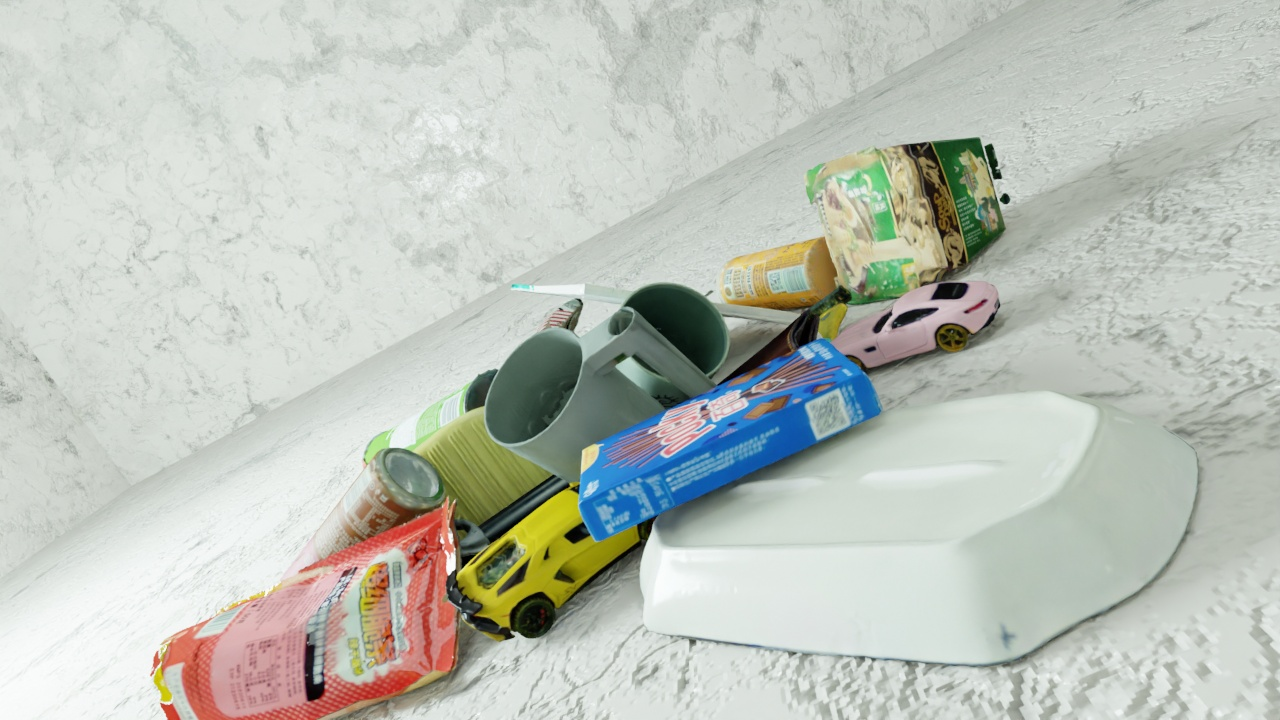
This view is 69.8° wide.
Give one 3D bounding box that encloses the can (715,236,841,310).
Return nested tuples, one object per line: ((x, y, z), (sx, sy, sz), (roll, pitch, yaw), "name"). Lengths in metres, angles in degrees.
((0.131, -0.076, 0.840), (0.058, 0.058, 0.146), (-35, 14, -24), "can")

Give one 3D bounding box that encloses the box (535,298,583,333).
((-0.057, 0.003, 0.790), (0.074, 0.079, 0.163), (-62, 2, 17), "box")

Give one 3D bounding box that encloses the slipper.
((-0.145, 0.096, 0.713), (0.191, 0.091, 0.081), (-31, 10, 8), "slipper")

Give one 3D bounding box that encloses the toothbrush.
((-0.106, 0.127, 0.649), (0.212, 0.026, 0.027), (-34, 46, -13), "toothbrush")

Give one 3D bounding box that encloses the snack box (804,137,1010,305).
((0.219, -0.119, 0.736), (0.105, 0.118, 0.118), (-22, 8, -30), "snack box")

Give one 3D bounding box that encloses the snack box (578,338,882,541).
((0.041, 0.039, 0.489), (0.157, 0.026, 0.084), (-25, 13, 4), "snack box")

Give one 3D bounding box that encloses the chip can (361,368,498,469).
((-0.181, 0.073, 0.841), (0.072, 0.072, 0.237), (-40, 9, -39), "chip can")

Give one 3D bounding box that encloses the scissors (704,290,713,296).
((-0.034, -0.018, 0.974), (0.220, 0.021, 0.224), (-15, -14, -42), "scissors")

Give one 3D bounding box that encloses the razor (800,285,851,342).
((0.128, -0.012, 0.668), (0.043, 0.028, 0.132), (-35, 9, 32), "razor")

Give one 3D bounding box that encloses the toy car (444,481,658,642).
((-0.039, 0.103, 0.534), (0.155, 0.041, 0.071), (-32, 24, -18), "toy car")

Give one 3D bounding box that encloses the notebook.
((0.013, -0.048, 0.779), (0.208, 0.012, 0.150), (5, 3, -29), "notebook")

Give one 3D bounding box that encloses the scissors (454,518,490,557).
((-0.090, 0.128, 0.597), (0.171, 0.014, 0.159), (-42, 34, -22), "scissors")

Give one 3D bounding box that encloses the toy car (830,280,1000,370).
((0.172, -0.022, 0.598), (0.123, 0.037, 0.056), (-21, 14, 37), "toy car")

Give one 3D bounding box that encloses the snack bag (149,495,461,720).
((-0.201, 0.171, 0.572), (0.208, 0.073, 0.128), (-23, 39, 15), "snack bag")

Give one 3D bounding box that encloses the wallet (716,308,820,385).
((0.071, 0.016, 0.642), (0.122, 0.020, 0.096), (-41, 2, 24), "wallet")

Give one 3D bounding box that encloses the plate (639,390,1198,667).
((0.100, 0.064, 0.418), (0.266, 0.034, 0.161), (-14, 20, 50), "plate")

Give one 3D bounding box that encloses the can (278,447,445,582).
((-0.201, 0.130, 0.655), (0.147, 0.058, 0.057), (-49, 6, 19), "can")

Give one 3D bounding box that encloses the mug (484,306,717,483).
((-0.021, 0.029, 0.593), (0.124, 0.103, 0.083), (-33, 43, 20), "mug")

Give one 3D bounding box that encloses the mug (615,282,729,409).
((-0.004, 0.004, 0.681), (0.111, 0.082, 0.107), (-4, -24, -21), "mug")
